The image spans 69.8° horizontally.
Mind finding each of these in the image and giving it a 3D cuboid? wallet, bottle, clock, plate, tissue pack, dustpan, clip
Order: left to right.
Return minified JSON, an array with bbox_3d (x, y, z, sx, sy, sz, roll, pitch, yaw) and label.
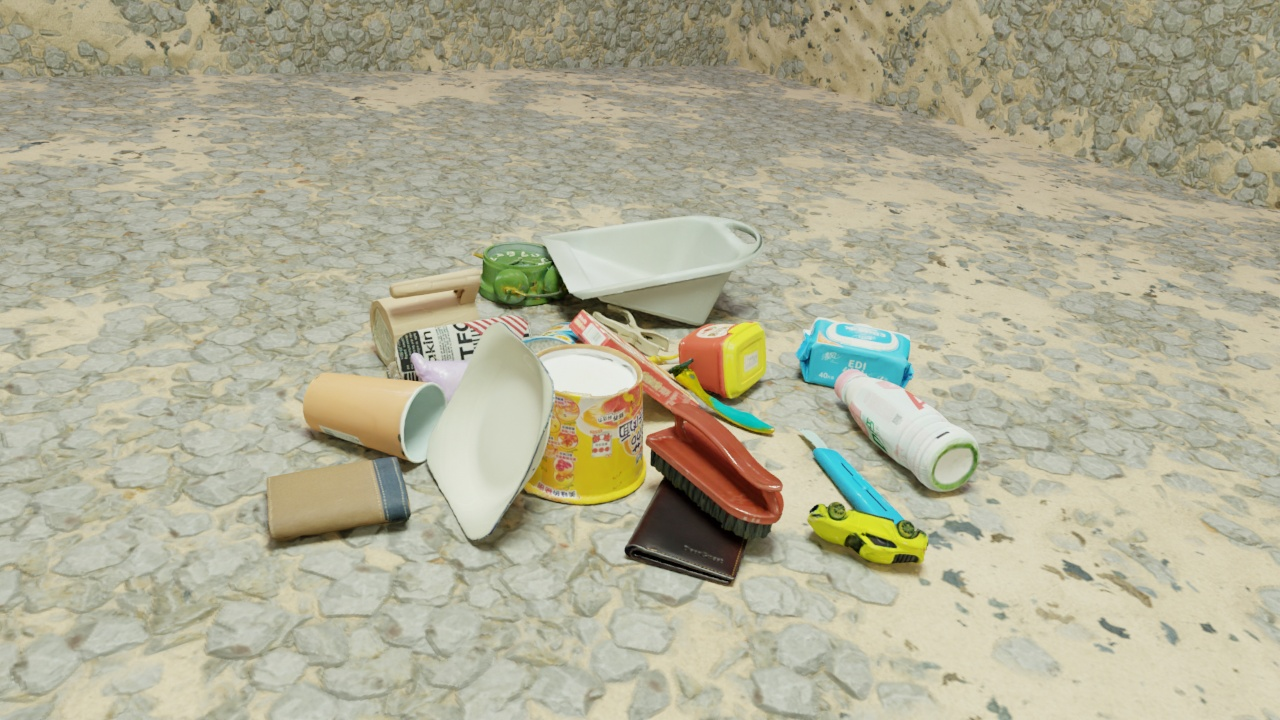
[{"bbox_3d":[-0.262,0.119,0.796,0.115,0.033,0.090,-6,26,-21],"label":"wallet"},{"bbox_3d":[-0.126,0.062,0.817,0.034,0.164,0.163,18,17,-38],"label":"plate"},{"bbox_3d":[-0.161,-0.116,1.267,0.116,0.056,0.161,-10,31,-27],"label":"clock"},{"bbox_3d":[-0.023,-0.031,1.153,0.082,0.035,0.104,-15,40,-41],"label":"clip"},{"bbox_3d":[0.026,-0.154,1.252,0.257,0.143,0.222,17,20,-24],"label":"dustpan"},{"bbox_3d":[0.049,0.147,0.819,0.096,0.020,0.122,13,29,13],"label":"wallet"},{"bbox_3d":[0.263,-0.007,1.124,0.140,0.063,0.089,12,27,12],"label":"tissue pack"},{"bbox_3d":[0.275,0.065,0.981,0.068,0.068,0.197,-4,25,-20],"label":"bottle"}]

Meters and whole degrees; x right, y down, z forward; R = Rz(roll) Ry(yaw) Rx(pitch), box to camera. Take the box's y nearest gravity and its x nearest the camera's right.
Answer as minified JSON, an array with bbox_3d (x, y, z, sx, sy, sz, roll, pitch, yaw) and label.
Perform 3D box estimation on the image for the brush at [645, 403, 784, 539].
[{"bbox_3d":[0.072,0.097,0.821,0.063,0.069,0.146,-16,39,-35],"label":"brush"}]

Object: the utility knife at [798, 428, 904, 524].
[{"bbox_3d":[0.204,0.115,0.916,0.034,0.018,0.191,1,25,-19],"label":"utility knife"}]

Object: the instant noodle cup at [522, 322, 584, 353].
[{"bbox_3d":[-0.089,0.005,1.002,0.099,0.099,0.109,9,19,6],"label":"instant noodle cup"}]

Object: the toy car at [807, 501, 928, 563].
[{"bbox_3d":[0.198,0.155,0.806,0.105,0.048,0.032,15,60,16],"label":"toy car"}]

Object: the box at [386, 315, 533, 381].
[{"bbox_3d":[-0.203,-0.002,1.029,0.162,0.076,0.088,-14,-1,-35],"label":"box"}]

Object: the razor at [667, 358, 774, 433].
[{"bbox_3d":[0.090,0.045,1.010,0.132,0.028,0.043,35,22,18],"label":"razor"}]

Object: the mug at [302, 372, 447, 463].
[{"bbox_3d":[-0.261,0.051,0.893,0.123,0.078,0.078,9,26,19],"label":"mug"}]

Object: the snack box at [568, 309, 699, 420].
[{"bbox_3d":[-0.006,0.006,0.986,0.153,0.025,0.075,37,6,-37],"label":"snack box"}]

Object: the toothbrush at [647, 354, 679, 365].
[{"bbox_3d":[0.024,-0.004,1.081,0.191,0.018,0.016,-3,31,-45],"label":"toothbrush"}]

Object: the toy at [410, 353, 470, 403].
[{"bbox_3d":[-0.183,0.029,0.967,0.107,0.084,0.039,-4,-13,-39],"label":"toy"}]

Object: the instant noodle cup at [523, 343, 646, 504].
[{"bbox_3d":[-0.056,0.055,0.880,0.138,0.110,0.137,5,27,-3],"label":"instant noodle cup"}]

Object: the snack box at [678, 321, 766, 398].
[{"bbox_3d":[0.095,-0.002,1.072,0.080,0.082,0.091,7,22,33],"label":"snack box"}]

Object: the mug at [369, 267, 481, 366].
[{"bbox_3d":[-0.244,-0.053,1.051,0.103,0.125,0.084,-15,61,-32],"label":"mug"}]
